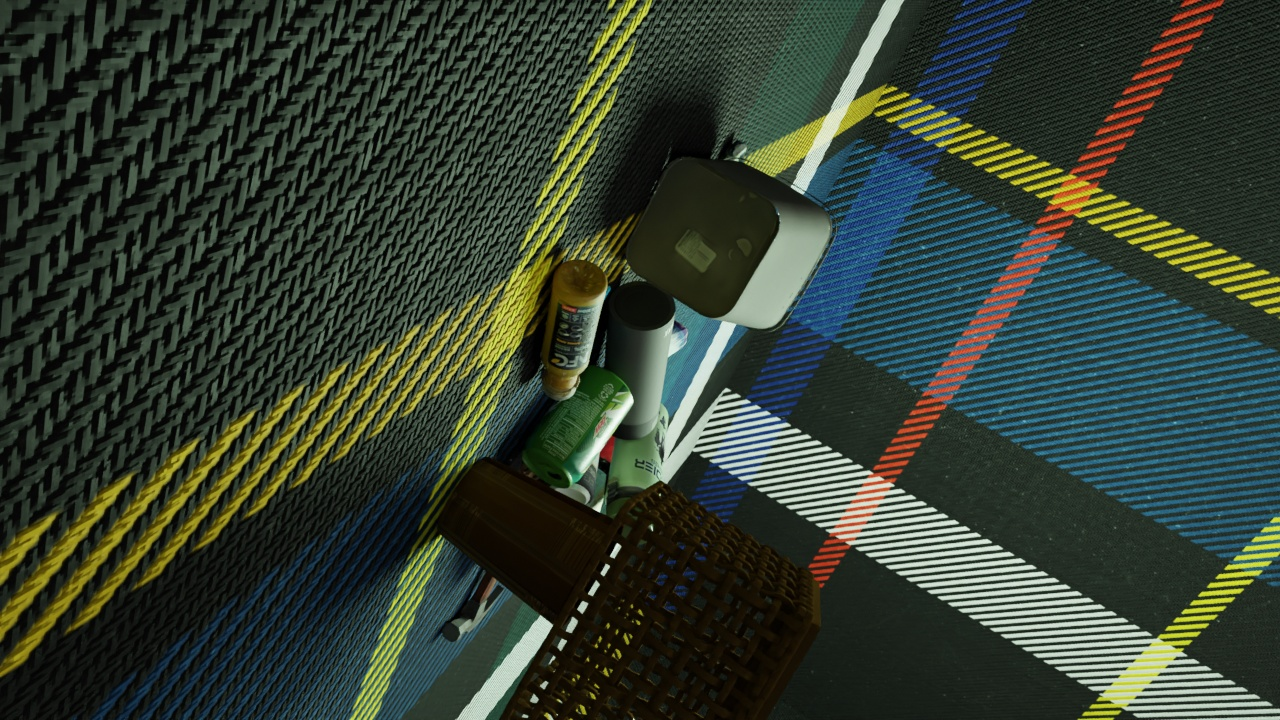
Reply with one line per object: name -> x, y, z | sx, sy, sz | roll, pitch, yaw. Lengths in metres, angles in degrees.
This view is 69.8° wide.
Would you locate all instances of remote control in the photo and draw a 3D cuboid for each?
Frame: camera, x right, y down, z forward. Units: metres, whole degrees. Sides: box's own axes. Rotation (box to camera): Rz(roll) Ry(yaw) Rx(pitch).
remote control -> -0.165, 0.158, 1.142 | 0.032, 0.015, 0.137 | -51, 165, -39

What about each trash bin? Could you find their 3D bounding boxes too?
trash bin -> 0.107, -0.146, 1.134 | 0.198, 0.197, 0.219 | -61, 164, 15

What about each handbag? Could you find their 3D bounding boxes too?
handbag -> -0.007, 0.006, 1.376 | 0.169, 0.068, 0.145 | -51, 169, -12

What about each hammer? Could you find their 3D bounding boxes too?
hammer -> -0.183, 0.252, 1.293 | 0.301, 0.028, 0.111 | -62, 169, 10

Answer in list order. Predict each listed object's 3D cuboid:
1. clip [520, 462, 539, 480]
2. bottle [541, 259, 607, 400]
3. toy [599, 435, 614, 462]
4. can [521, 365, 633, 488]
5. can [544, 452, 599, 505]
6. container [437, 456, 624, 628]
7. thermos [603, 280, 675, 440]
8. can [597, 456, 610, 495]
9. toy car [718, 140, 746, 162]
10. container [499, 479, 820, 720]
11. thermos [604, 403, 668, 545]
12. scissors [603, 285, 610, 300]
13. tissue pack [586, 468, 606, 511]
clip -> -0.145, 0.146, 1.188 | 0.060, 0.024, 0.039 | -41, 158, -41
bottle -> -0.074, -0.024, 0.950 | 0.053, 0.053, 0.187 | -52, 168, -36
toy -> -0.053, 0.125, 1.428 | 0.094, 0.088, 0.132 | -50, 171, 10
can -> -0.079, 0.082, 1.148 | 0.143, 0.083, 0.083 | -54, 168, -29
can -> -0.088, 0.131, 1.214 | 0.064, 0.064, 0.127 | 110, -10, -46
container -> -0.123, 0.191, 1.000 | 0.132, 0.167, 0.132 | -57, 170, -17
thermos -> -0.007, 0.007, 1.213 | 0.082, 0.082, 0.241 | -53, 162, -35
can -> -0.040, 0.208, 1.545 | 0.053, 0.138, 0.054 | -56, 169, -16
toy car -> 0.123, -0.260, 1.300 | 0.047, 0.033, 0.106 | -51, 168, -47
container -> 0.033, 0.299, 0.966 | 0.251, 0.214, 0.219 | -60, 170, 4
thermos -> -0.008, 0.153, 1.293 | 0.230, 0.082, 0.083 | -81, -170, -49
scissors -> -0.072, -0.030, 1.069 | 0.135, 0.015, 0.066 | -56, 168, -5
tissue pack -> -0.119, 0.224, 1.256 | 0.181, 0.070, 0.112 | -49, 164, -33
